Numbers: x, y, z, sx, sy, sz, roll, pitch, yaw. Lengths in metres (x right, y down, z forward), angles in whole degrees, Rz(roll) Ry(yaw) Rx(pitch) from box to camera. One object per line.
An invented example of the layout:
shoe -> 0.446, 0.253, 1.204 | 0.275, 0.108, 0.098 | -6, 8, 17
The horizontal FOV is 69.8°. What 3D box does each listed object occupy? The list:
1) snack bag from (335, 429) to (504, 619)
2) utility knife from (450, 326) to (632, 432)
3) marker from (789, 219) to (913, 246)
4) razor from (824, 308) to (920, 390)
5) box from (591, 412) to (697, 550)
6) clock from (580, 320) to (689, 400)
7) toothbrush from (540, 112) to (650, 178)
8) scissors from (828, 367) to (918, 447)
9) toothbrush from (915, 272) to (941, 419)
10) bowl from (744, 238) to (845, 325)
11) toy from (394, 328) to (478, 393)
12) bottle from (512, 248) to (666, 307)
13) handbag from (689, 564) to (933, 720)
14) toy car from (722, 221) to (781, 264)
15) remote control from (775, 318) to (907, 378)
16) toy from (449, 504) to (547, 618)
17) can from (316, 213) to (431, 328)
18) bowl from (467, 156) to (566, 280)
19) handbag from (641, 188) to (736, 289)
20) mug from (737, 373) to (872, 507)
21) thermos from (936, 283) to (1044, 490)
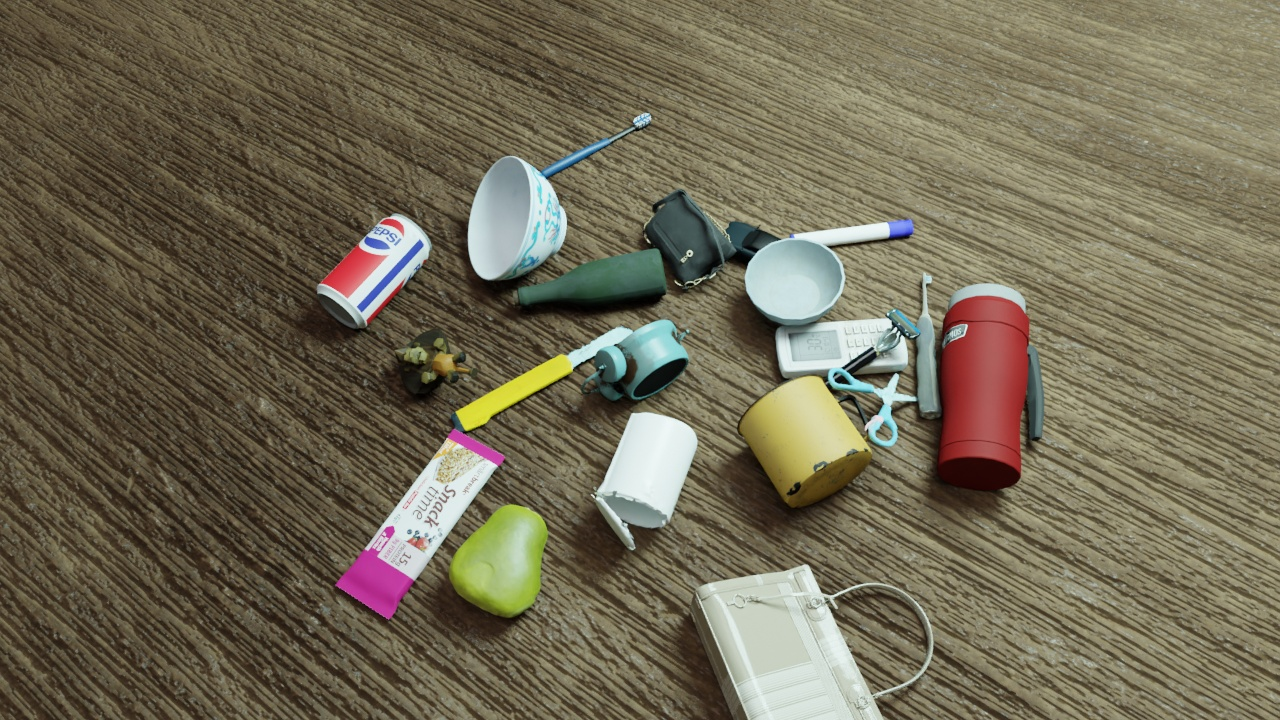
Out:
snack bag -> -0.220, 0.160, 0.930 | 0.070, 0.016, 0.196 | 26, 65, 18
utility knife -> -0.107, 0.018, 1.009 | 0.223, 0.019, 0.030 | -30, 66, -8
marker -> 0.247, -0.148, 1.079 | 0.141, 0.020, 0.020 | -7, 58, 1
razor -> 0.223, 0.004, 0.958 | 0.144, 0.022, 0.042 | -37, 55, 3
box -> -0.003, 0.121, 0.901 | 0.089, 0.080, 0.143 | 21, 62, -1
clock -> -0.006, 0.006, 0.967 | 0.124, 0.090, 0.053 | -29, 70, -13
toothbrush -> -0.057, -0.279, 1.192 | 0.167, 0.014, 0.014 | -31, 72, -14
scissors -> 0.232, 0.031, 0.926 | 0.111, 0.015, 0.140 | 41, 32, 3
toothbrush -> 0.309, -0.021, 0.993 | 0.024, 0.022, 0.185 | 6, 57, 3
bowl -> 0.169, -0.080, 1.007 | 0.106, 0.039, 0.106 | -4, 60, 8
toy -> -0.221, 0.004, 0.999 | 0.100, 0.062, 0.076 | 10, 76, 32
bottle -> -0.059, -0.086, 1.049 | 0.174, 0.055, 0.055 | -10, 58, 0
handbag -> 0.169, 0.263, 0.818 | 0.197, 0.062, 0.175 | -15, 58, -14
toy car -> 0.144, -0.129, 1.067 | 0.112, 0.034, 0.046 | 27, 64, 21
remote control -> 0.216, -0.013, 0.992 | 0.138, 0.025, 0.060 | -4, 58, 3
toy -> -0.129, 0.189, 0.884 | 0.090, 0.051, 0.109 | 22, 60, 15
can -> -0.310, -0.105, 1.074 | 0.070, 0.070, 0.131 | 27, 64, 20
bowl -> -0.135, -0.159, 1.076 | 0.074, 0.144, 0.143 | 9, 48, -38
handbag -> 0.051, -0.142, 1.067 | 0.079, 0.054, 0.128 | -44, 58, 14
mug -> 0.172, 0.077, 0.899 | 0.123, 0.101, 0.094 | -21, 60, -16
thermos -> 0.356, 0.028, 0.925 | 0.108, 0.084, 0.198 | 18, 62, -6
